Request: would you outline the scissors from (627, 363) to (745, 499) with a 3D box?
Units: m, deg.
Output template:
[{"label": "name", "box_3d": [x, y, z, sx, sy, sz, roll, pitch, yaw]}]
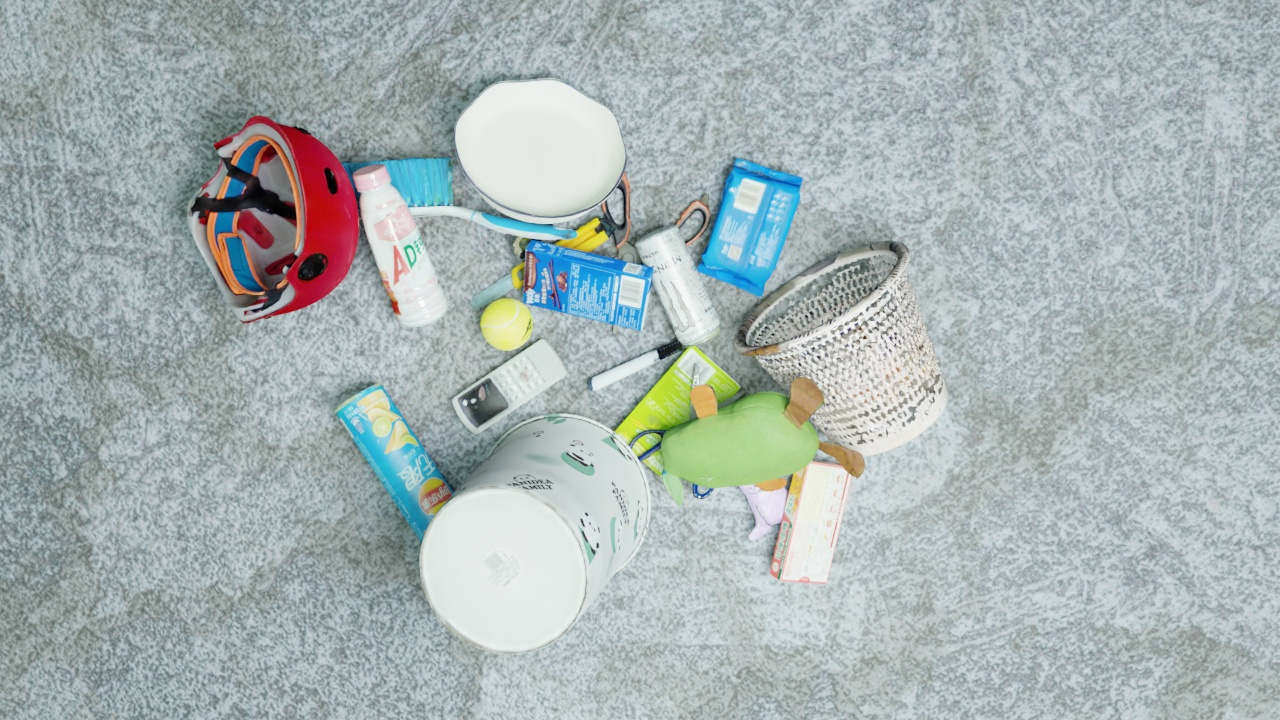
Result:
[{"label": "scissors", "box_3d": [0.061, 0.094, 1.157, 0.162, 0.012, 0.176, -12, 94, 1]}]

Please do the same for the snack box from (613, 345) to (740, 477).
[{"label": "snack box", "box_3d": [0.046, 0.064, 1.175, 0.086, 0.026, 0.156, 40, 93, -2]}]

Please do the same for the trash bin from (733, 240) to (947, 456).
[{"label": "trash bin", "box_3d": [0.255, -0.003, 1.088, 0.227, 0.227, 0.192, -33, 105, 2]}]

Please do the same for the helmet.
[{"label": "helmet", "box_3d": [-0.412, -0.170, 1.092, 0.241, 0.143, 0.207, -46, 70, 31]}]

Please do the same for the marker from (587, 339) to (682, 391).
[{"label": "marker", "box_3d": [-0.007, 0.007, 1.176, 0.131, 0.022, 0.018, -25, 78, 5]}]

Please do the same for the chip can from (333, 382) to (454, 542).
[{"label": "chip can", "box_3d": [-0.300, 0.133, 1.163, 0.071, 0.071, 0.210, -33, 92, 2]}]

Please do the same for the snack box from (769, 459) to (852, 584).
[{"label": "snack box", "box_3d": [0.218, 0.204, 1.164, 0.077, 0.027, 0.156, 11, 94, -29]}]

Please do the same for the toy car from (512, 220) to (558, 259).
[{"label": "toy car", "box_3d": [-0.132, -0.169, 1.157, 0.035, 0.042, 0.090, 34, 92, 8]}]

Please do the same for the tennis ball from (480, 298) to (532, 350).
[{"label": "tennis ball", "box_3d": [-0.168, -0.046, 1.152, 0.065, 0.065, 0.065, 0, 93, 1]}]

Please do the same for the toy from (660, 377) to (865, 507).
[{"label": "toy", "box_3d": [0.125, 0.095, 1.072, 0.247, 0.089, 0.227, -15, 131, 30]}]

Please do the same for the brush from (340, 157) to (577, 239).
[{"label": "brush", "box_3d": [-0.232, -0.198, 1.133, 0.315, 0.060, 0.109, -1, 99, 12]}]

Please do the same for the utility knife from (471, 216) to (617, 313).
[{"label": "utility knife", "box_3d": [-0.127, -0.120, 1.166, 0.219, 0.015, 0.033, -30, 86, 8]}]

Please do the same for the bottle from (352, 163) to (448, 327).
[{"label": "bottle", "box_3d": [-0.294, -0.139, 1.112, 0.068, 0.068, 0.197, -13, 118, 1]}]

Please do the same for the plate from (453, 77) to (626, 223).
[{"label": "plate", "box_3d": [-0.121, -0.250, 1.111, 0.204, 0.046, 0.204, 4, 66, -10]}]

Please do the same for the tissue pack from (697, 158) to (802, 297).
[{"label": "tissue pack", "box_3d": [0.137, -0.166, 1.147, 0.095, 0.052, 0.157, 19, 93, 2]}]

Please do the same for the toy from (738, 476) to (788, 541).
[{"label": "toy", "box_3d": [0.156, 0.168, 1.171, 0.083, 0.039, 0.108, -22, 94, -17]}]

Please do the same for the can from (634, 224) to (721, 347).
[{"label": "can", "box_3d": [0.048, -0.093, 1.140, 0.058, 0.058, 0.147, -25, 102, 2]}]

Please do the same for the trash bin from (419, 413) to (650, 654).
[{"label": "trash bin", "box_3d": [-0.119, 0.199, 1.056, 0.230, 0.251, 0.229, 2, 99, 9]}]

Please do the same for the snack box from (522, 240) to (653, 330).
[{"label": "snack box", "box_3d": [-0.066, -0.092, 1.135, 0.157, 0.026, 0.085, 14, 132, 5]}]

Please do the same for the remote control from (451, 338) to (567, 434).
[{"label": "remote control", "box_3d": [-0.169, 0.034, 1.179, 0.150, 0.021, 0.058, -34, 92, 2]}]

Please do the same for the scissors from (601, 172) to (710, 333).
[{"label": "scissors", "box_3d": [-0.004, -0.145, 1.170, 0.189, 0.015, 0.226, -1, 94, 1]}]
